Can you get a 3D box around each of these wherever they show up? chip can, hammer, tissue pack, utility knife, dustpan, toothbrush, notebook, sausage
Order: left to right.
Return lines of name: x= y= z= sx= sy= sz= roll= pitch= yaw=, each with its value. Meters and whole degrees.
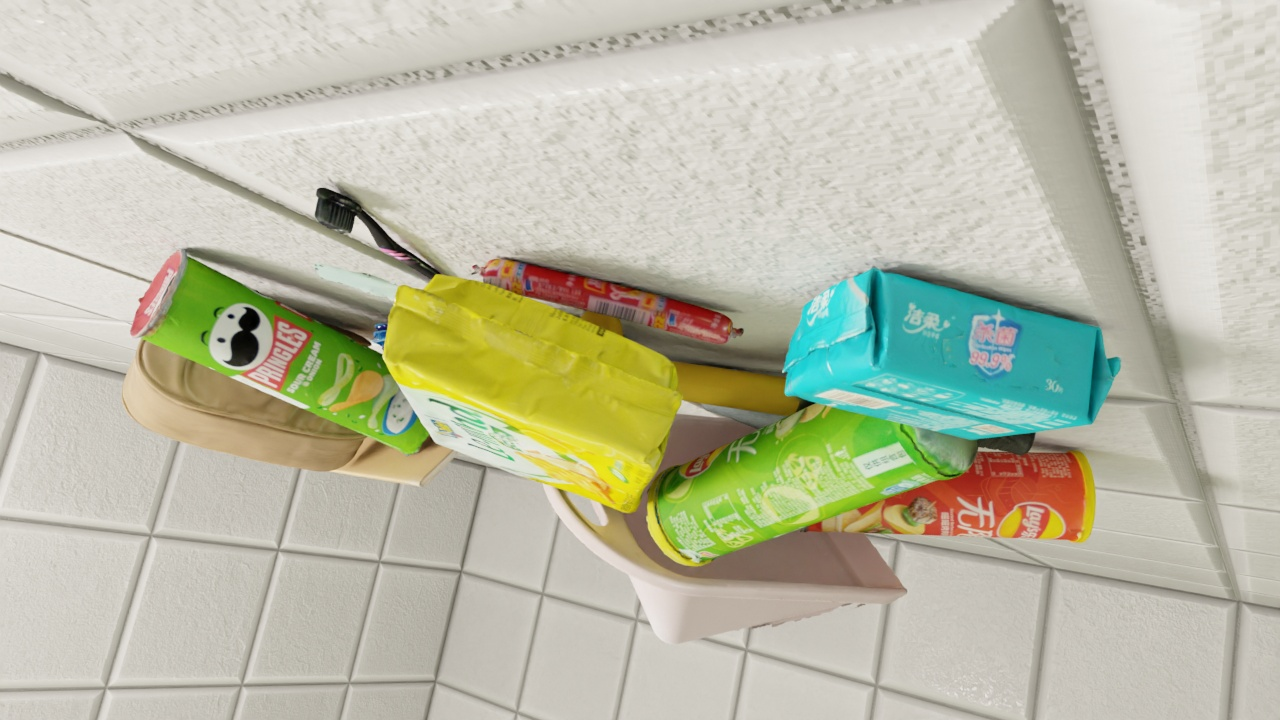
chip can: x=-0.266 y=0.001 z=0.722 sx=0.236 sy=0.072 sz=0.072 roll=32 pitch=159 yaw=-37
toothbrush: x=-0.135 y=-0.058 z=0.524 sx=0.014 sy=0.017 sz=0.189 roll=11 pitch=171 yaw=12
notebook: x=-0.207 y=0.058 z=0.852 sx=0.208 sy=0.147 sz=0.008 roll=-1 pitch=127 yaw=46
utility knife: x=-0.106 y=-0.029 z=0.601 sx=0.218 sy=0.018 sz=0.034 roll=16 pitch=151 yaw=-32
sausage: x=-0.018 y=-0.034 z=0.511 sx=0.156 sy=0.020 sz=0.020 roll=14 pitch=170 yaw=-4
dustpan: x=0.061 y=0.110 z=0.746 sx=0.273 sy=0.139 sz=0.222 roll=-17 pitch=-139 yaw=-16
hammer: x=0.105 y=0.025 z=0.611 sx=0.301 sy=0.032 sz=0.129 roll=8 pitch=156 yaw=5
chip can: x=0.099 y=0.068 z=0.571 sx=0.072 sy=0.072 sz=0.222 roll=19 pitch=145 yaw=-35
chip can: x=0.235 y=0.104 z=0.723 sx=0.217 sy=0.073 sz=0.073 roll=1 pitch=168 yaw=7
tissue pack: x=0.142 y=0.001 z=0.433 sx=0.133 sy=0.050 sz=0.093 roll=14 pitch=167 yaw=-13

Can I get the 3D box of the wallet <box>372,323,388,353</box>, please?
wallet: x=-0.136 y=-0.004 z=0.740 sx=0.106 sy=0.040 sz=0.133 roll=-4 pitch=163 yaw=20

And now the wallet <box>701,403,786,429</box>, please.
wallet: x=0.128 y=0.047 z=0.729 sx=0.130 sy=0.037 sz=0.106 roll=2 pitch=165 yaw=43

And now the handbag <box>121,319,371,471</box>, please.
handbag: x=-0.328 y=0.011 z=0.801 sx=0.204 sy=0.147 sz=0.100 roll=19 pitch=132 yaw=-33

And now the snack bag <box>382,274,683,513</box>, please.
snack bag: x=-0.059 y=0.030 z=0.568 sx=0.158 sy=0.068 sz=0.247 roll=22 pitch=162 yaw=2
